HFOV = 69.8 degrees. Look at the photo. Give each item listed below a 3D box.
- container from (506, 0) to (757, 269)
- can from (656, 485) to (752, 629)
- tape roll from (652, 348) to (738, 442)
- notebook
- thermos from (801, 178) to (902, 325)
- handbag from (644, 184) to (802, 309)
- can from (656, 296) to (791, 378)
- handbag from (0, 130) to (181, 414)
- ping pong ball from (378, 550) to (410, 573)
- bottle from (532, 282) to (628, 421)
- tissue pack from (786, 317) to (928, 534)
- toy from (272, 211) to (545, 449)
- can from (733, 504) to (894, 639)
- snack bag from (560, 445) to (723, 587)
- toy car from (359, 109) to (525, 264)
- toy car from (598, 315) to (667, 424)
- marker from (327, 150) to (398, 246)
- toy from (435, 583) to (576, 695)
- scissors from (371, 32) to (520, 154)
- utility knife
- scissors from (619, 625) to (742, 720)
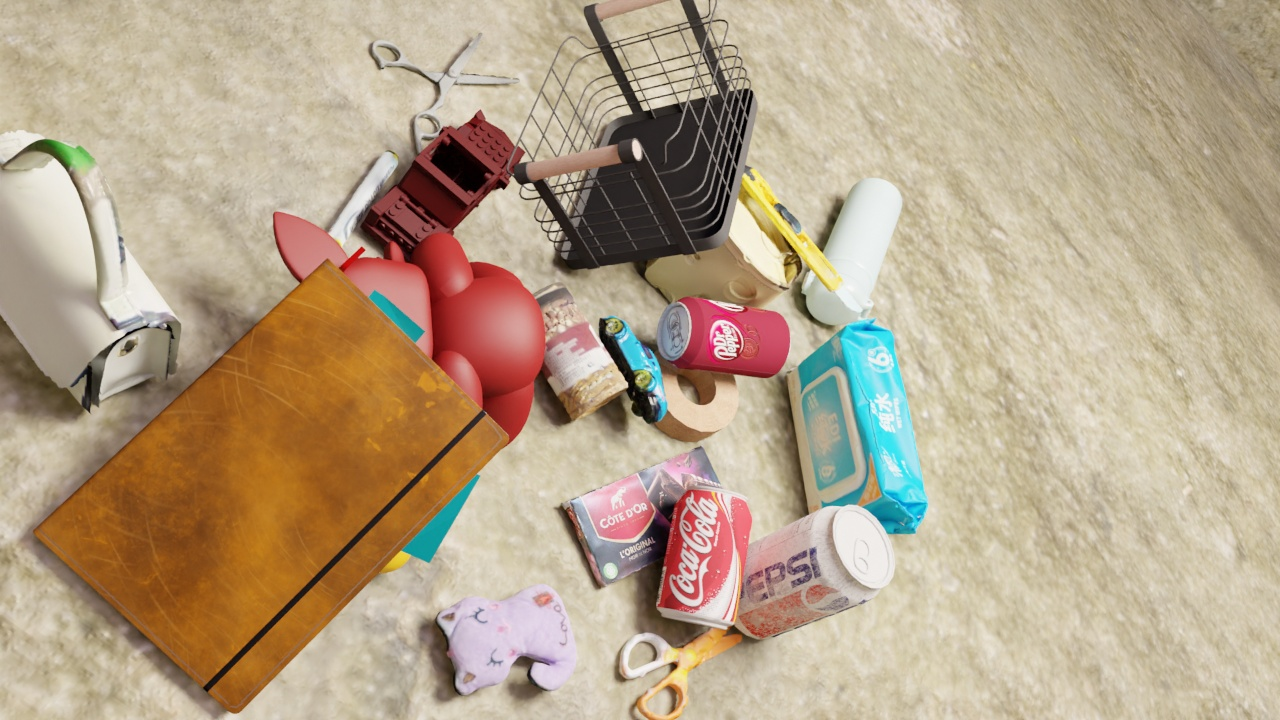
[{"bbox_3d":[-0.003,-0.208,0.817,0.130,0.163,0.240,57,38,-43],"label":"container"},{"bbox_3d":[0.052,0.158,0.736,0.064,0.064,0.104,19,73,-25],"label":"can"},{"bbox_3d":[0.044,0.026,0.840,0.094,0.027,0.093,16,58,-27],"label":"tape roll"},{"bbox_3d":[-0.208,0.075,0.567,0.178,0.014,0.249,45,81,-5],"label":"notebook"},{"bbox_3d":[0.240,-0.123,1.029,0.078,0.065,0.206,24,51,7],"label":"thermos"},{"bbox_3d":[0.082,-0.093,0.871,0.111,0.120,0.081,51,47,0],"label":"handbag"},{"bbox_3d":[0.076,-0.020,0.825,0.114,0.063,0.063,7,62,-31],"label":"can"},{"bbox_3d":[-0.339,-0.062,0.532,0.073,0.176,0.151,-34,88,-39],"label":"handbag"},{"bbox_3d":[-0.176,0.125,0.630,0.040,0.040,0.040,16,58,-27],"label":"ping pong ball"},{"bbox_3d":[-0.060,-0.007,0.769,0.056,0.056,0.105,-28,83,-40],"label":"bottle"},{"bbox_3d":[0.201,0.074,0.863,0.066,0.117,0.209,7,62,-25],"label":"tissue pack"},{"bbox_3d":[-0.165,-0.017,0.662,0.196,0.121,0.158,5,74,-39],"label":"toy"},{"bbox_3d":[0.131,0.172,0.744,0.078,0.136,0.078,21,51,-29],"label":"can"},{"bbox_3d":[0.011,0.128,0.771,0.154,0.018,0.074,-18,80,-37],"label":"snack bag"},{"bbox_3d":[-0.159,-0.155,0.779,0.070,0.062,0.169,41,50,-9],"label":"toy car"},{"bbox_3d":[-0.005,0.005,0.792,0.032,0.048,0.105,-22,61,-18],"label":"toy car"},{"bbox_3d":[-0.232,-0.120,0.741,0.017,0.017,0.146,31,52,-16],"label":"marker"},{"bbox_3d":[-0.091,0.201,0.650,0.099,0.037,0.080,-7,69,-38],"label":"toy"},{"bbox_3d":[-0.180,-0.251,0.850,0.141,0.014,0.171,13,60,-24],"label":"scissors"},{"bbox_3d":[0.145,-0.111,0.839,0.175,0.017,0.030,53,47,-2],"label":"utility knife"},{"bbox_3d":[0.035,0.231,0.735,0.131,0.013,0.073,-24,77,-44],"label":"scissors"}]
